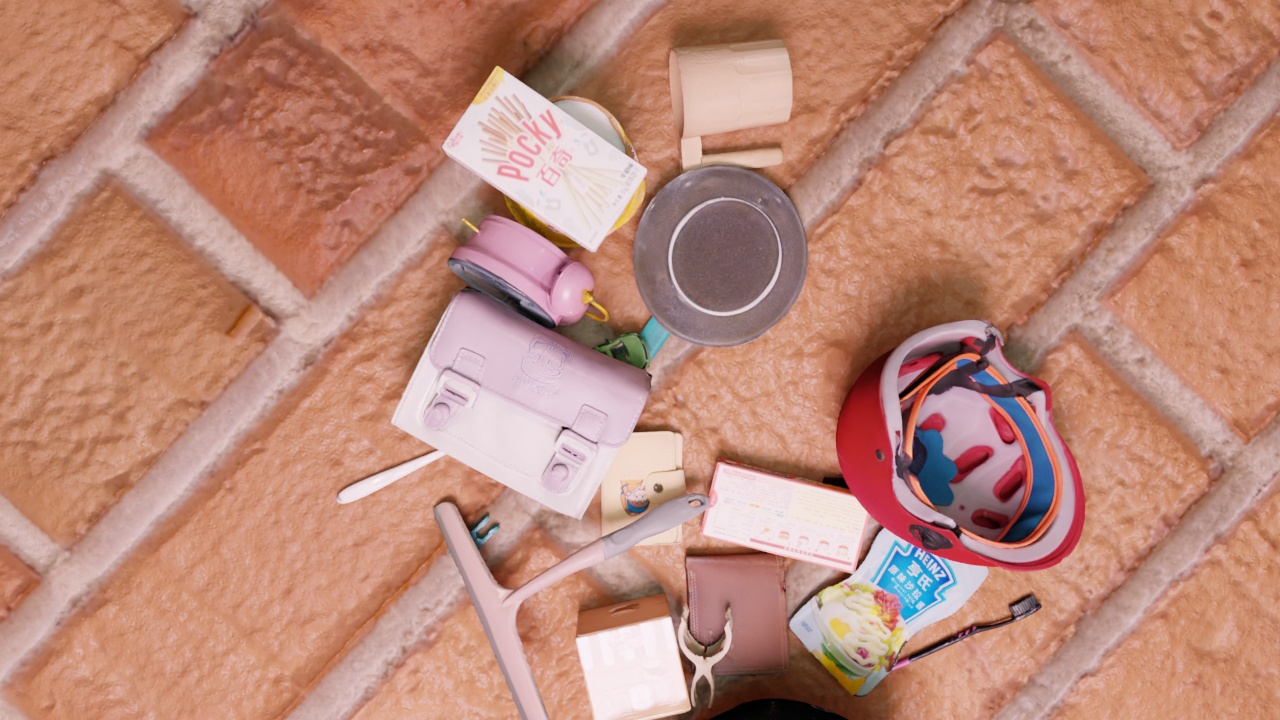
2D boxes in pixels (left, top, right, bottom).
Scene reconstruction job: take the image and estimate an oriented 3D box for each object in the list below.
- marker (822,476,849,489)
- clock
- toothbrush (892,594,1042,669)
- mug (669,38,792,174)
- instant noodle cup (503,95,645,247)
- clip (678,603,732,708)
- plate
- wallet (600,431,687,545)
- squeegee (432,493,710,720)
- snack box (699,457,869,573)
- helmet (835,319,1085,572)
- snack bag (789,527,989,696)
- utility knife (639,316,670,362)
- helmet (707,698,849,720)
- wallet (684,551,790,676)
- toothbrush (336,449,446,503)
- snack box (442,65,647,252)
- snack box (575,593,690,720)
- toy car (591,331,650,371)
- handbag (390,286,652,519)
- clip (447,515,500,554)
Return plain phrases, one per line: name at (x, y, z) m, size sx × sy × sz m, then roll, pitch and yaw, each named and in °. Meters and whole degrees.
marker at (0.250, 0.131, 0.925) m, size 0.132 × 0.020 × 0.022 m, roll 3°, pitch 67°, yaw -2°
clock at (-0.099, -0.075, 0.857) m, size 0.158 × 0.117 × 0.059 m, roll 31°, pitch 79°, yaw -2°
toothbrush at (0.322, 0.283, 0.939) m, size 0.189 × 0.014 × 0.017 m, roll -23°, pitch 83°, yaw -1°
mug at (0.086, -0.241, 0.880) m, size 0.103 × 0.084 × 0.125 m, roll -8°, pitch 117°, yaw -3°
instant noodle cup at (-0.065, -0.180, 0.855) m, size 0.138 × 0.110 × 0.138 m, roll 0°, pitch 92°, yaw -3°
clip at (0.051, 0.282, 0.896) m, size 0.092 × 0.035 × 0.103 m, roll 26°, pitch 104°, yaw 2°
plate at (0.081, -0.100, 0.894) m, size 0.179 × 0.024 × 0.179 m, roll -1°, pitch 98°, yaw -9°
wallet at (0.004, 0.128, 0.914) m, size 0.087 × 0.024 × 0.115 m, roll -1°, pitch 91°, yaw -3°
squeegee at (-0.044, 0.183, 0.865) m, size 0.249 × 0.040 × 0.247 m, roll -27°, pitch 64°, yaw -9°
snack box at (0.143, 0.153, 0.907) m, size 0.156 × 0.027 × 0.077 m, roll 14°, pitch 96°, yaw 4°
helmet at (0.283, 0.090, 0.860) m, size 0.240 × 0.144 × 0.206 m, roll 49°, pitch 61°, yaw -7°
snack bag at (0.251, 0.239, 0.923) m, size 0.191 × 0.039 × 0.110 m, roll -43°, pitch 82°, yaw -1°
utility knife at (-0.005, 0.005, 0.913) m, size 0.029 × 0.013 × 0.216 m, roll 35°, pitch 91°, yaw 0°
helmet at (0.121, 0.425, 0.831) m, size 0.233 × 0.230 × 0.274 m, roll 37°, pitch 88°, yaw -33°
wallet at (0.096, 0.253, 0.920) m, size 0.101 × 0.032 × 0.124 m, roll -3°, pitch 92°, yaw 0°
toothbrush at (-0.218, 0.101, 0.907) m, size 0.180 × 0.016 × 0.016 m, roll -24°, pitch 91°, yaw -1°
snack box at (-0.081, -0.171, 0.786) m, size 0.157 × 0.027 × 0.084 m, roll 34°, pitch 90°, yaw -4°
snack box at (-0.008, 0.291, 0.893) m, size 0.093 × 0.077 × 0.094 m, roll -12°, pitch 93°, yaw -1°
toy car at (-0.035, 0.003, 0.894) m, size 0.091 × 0.036 × 0.043 m, roll -21°, pitch 81°, yaw 7°
handbag at (-0.106, 0.037, 0.841) m, size 0.197 × 0.098 × 0.145 m, roll 27°, pitch 100°, yaw -2°
clip at (-0.165, 0.180, 0.914) m, size 0.056 × 0.014 × 0.043 m, roll -42°, pitch 93°, yaw 2°
